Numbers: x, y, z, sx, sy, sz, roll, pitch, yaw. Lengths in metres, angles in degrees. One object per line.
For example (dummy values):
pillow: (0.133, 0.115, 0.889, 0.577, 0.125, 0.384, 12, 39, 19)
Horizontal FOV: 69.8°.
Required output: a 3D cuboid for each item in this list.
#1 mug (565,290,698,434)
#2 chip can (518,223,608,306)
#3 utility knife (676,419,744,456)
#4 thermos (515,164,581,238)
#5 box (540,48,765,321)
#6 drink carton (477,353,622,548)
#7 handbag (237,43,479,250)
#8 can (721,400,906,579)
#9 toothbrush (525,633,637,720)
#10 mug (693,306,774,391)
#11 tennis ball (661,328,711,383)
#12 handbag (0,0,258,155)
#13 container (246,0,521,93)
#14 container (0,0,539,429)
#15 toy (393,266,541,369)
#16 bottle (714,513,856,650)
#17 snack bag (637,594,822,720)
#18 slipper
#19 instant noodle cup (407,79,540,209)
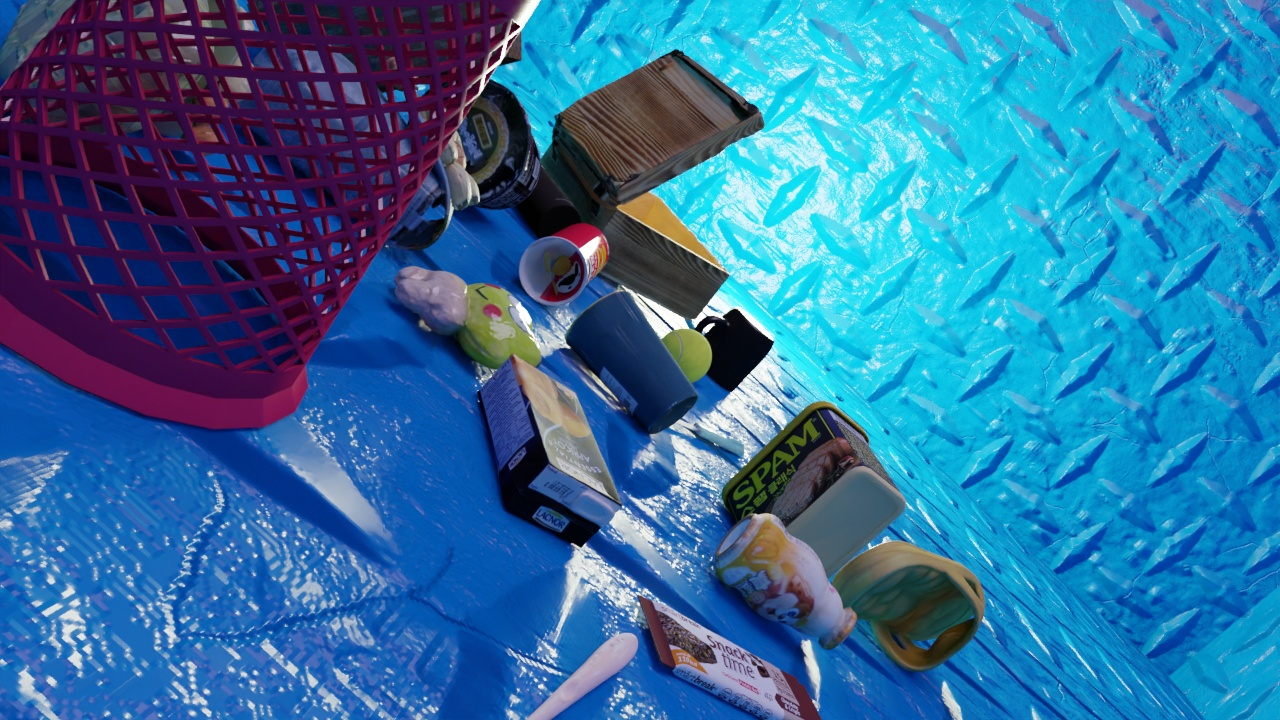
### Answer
mug: (-0.005, 0.005, 0.855, 0.121, 0.078, 0.078, 52, 15, 18)
chip can: (-0.079, -0.111, 1.018, 0.069, 0.069, 0.220, 41, 12, -5)
utility knife: (0.067, 0.074, 0.969, 0.179, 0.016, 0.022, 29, 17, -53)
thermos: (-0.152, -0.239, 1.243, 0.061, 0.061, 0.231, 30, 17, -44)
box: (0.015, -0.291, 1.342, 0.281, 0.316, 0.279, 23, 24, -37)
drink carton: (-0.061, 0.054, 0.579, 0.064, 0.040, 0.130, 34, 15, -31)
handbag: (-0.211, -0.180, 0.724, 0.192, 0.119, 0.121, 45, 11, -17)
can: (0.146, 0.119, 0.786, 0.075, 0.135, 0.104, 37, 16, -24)
toothbrush: (-0.031, 0.147, 0.410, 0.015, 0.018, 0.181, 46, 12, 14)
mug: (0.120, -0.026, 1.292, 0.121, 0.094, 0.085, 32, 16, -40)
tennis ball: (0.050, -0.005, 1.070, 0.065, 0.065, 0.065, 40, 13, -11)
handbag: (-0.282, -0.172, 0.526, 0.117, 0.113, 0.186, 50, 7, -43)
container: (-0.242, -0.368, 0.897, 0.157, 0.250, 0.186, -90, 167, -73)
container: (-0.161, -0.115, 0.396, 0.183, 0.226, 0.183, 40, 13, -11)
toy: (-0.125, -0.033, 0.668, 0.115, 0.046, 0.092, 27, 21, -26)
bottle: (0.108, 0.164, 0.676, 0.108, 0.063, 0.063, 42, 12, -1)
snack bag: (0.061, 0.191, 0.558, 0.158, 0.013, 0.057, 36, 12, -28)
slipper: (0.261, 0.231, 0.836, 0.263, 0.100, 0.078, 33, 21, -48)
instant noodle cup: (-0.172, -0.225, 1.004, 0.137, 0.137, 0.112, 44, 4, 8)
